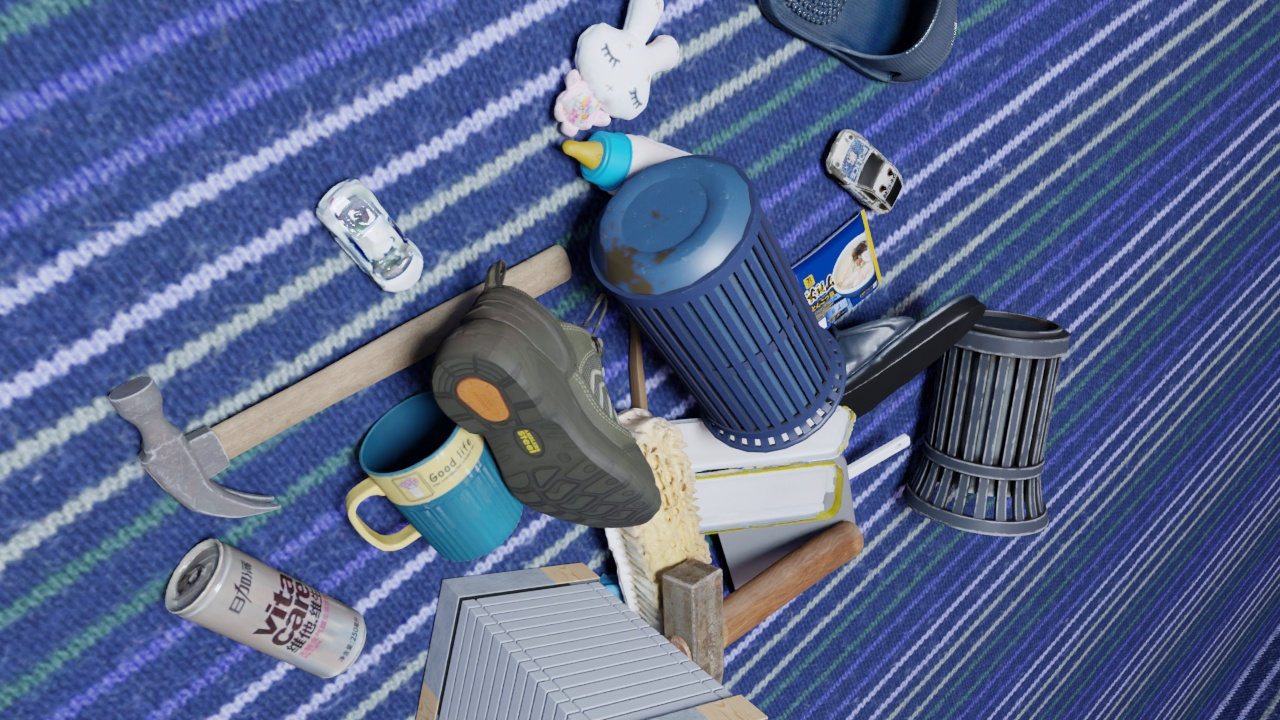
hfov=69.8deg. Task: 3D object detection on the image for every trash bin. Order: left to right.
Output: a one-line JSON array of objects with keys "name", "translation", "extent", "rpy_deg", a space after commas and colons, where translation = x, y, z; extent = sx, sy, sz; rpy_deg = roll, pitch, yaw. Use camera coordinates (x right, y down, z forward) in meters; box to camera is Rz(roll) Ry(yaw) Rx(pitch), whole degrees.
[{"name": "trash bin", "translation": [-0.051, 0.288, 0.728], "extent": [0.142, 0.247, 0.142], "rpy_deg": [3, 105, -39]}, {"name": "trash bin", "translation": [0.066, -0.041, 0.734], "extent": [0.139, 0.139, 0.249], "rpy_deg": [-52, 141, -10]}, {"name": "trash bin", "translation": [0.405, 0.064, 1.067], "extent": [0.164, 0.164, 0.227], "rpy_deg": [-7, 108, -37]}]

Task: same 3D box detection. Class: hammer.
[{"name": "hammer", "translation": [-0.186, -0.003, 0.657], "extent": [0.330, 0.031, 0.119], "rpy_deg": [-33, 123, -28]}, {"name": "hammer", "translation": [0.132, 0.228, 0.896], "extent": [0.299, 0.037, 0.158], "rpy_deg": [-18, 112, -45]}]

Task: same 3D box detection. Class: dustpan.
[{"name": "dustpan", "translation": [0.194, 0.152, 0.995], "extent": [0.257, 0.033, 0.163], "rpy_deg": [-27, 129, -11]}]

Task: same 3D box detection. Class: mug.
[{"name": "mug", "translation": [-0.158, 0.096, 0.682], "extent": [0.113, 0.083, 0.107], "rpy_deg": [-34, 129, -10]}]

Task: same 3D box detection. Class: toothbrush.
[{"name": "toothbrush", "translation": [-0.005, 0.005, 0.807], "extent": [0.016, 0.016, 0.167], "rpy_deg": [-21, 119, -32]}]

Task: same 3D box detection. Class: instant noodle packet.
[{"name": "instant noodle packet", "translation": [0.190, -0.080, 0.922], "extent": [0.134, 0.026, 0.087], "rpy_deg": [-37, 124, -22]}]

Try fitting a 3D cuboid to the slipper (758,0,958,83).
[{"name": "slipper", "translation": [0.218, -0.307, 0.816], "extent": [0.263, 0.082, 0.101], "rpy_deg": [1, 109, -38]}]

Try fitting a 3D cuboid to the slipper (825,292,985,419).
[{"name": "slipper", "translation": [0.224, -0.002, 0.953], "extent": [0.265, 0.083, 0.109], "rpy_deg": [-36, 156, 0]}]

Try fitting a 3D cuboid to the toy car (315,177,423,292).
[{"name": "toy car", "translation": [-0.180, -0.082, 0.624], "extent": [0.038, 0.027, 0.090], "rpy_deg": [-48, 130, -16]}]

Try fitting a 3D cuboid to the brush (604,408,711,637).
[{"name": "brush", "translation": [0.017, 0.170, 0.828], "extent": [0.083, 0.057, 0.271], "rpy_deg": [-29, 119, -33]}]

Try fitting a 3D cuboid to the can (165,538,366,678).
[{"name": "can", "translation": [-0.259, 0.178, 0.648], "extent": [0.054, 0.054, 0.135], "rpy_deg": [-52, 131, -10]}]

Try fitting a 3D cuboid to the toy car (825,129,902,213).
[{"name": "toy car", "translation": [0.222, -0.182, 0.896], "extent": [0.112, 0.040, 0.048], "rpy_deg": [25, 90, -41]}]

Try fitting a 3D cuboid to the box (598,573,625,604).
[{"name": "box", "translation": [-0.008, 0.318, 0.922], "extent": [0.174, 0.033, 0.232], "rpy_deg": [3, 105, -41]}]

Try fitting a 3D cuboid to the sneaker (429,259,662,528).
[{"name": "sneaker", "translation": [-0.063, 0.023, 0.693], "extent": [0.238, 0.101, 0.142], "rpy_deg": [53, 31, -40]}]

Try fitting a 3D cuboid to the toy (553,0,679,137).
[{"name": "toy", "translation": [-0.017, -0.219, 0.692], "extent": [0.125, 0.037, 0.076], "rpy_deg": [-47, 133, -15]}]

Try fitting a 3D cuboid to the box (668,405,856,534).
[{"name": "box", "translation": [0.107, 0.107, 0.888], "extent": [0.209, 0.034, 0.130], "rpy_deg": [-3, 115, -17]}]

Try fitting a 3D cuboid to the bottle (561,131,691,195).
[{"name": "bottle", "translation": [-0.002, -0.150, 0.722], "extent": [0.146, 0.051, 0.051], "rpy_deg": [9, 102, -40]}]

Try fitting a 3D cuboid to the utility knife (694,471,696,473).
[{"name": "utility knife", "translation": [0.050, 0.126, 0.900], "extent": [0.022, 0.015, 0.117], "rpy_deg": [-16, 116, -23]}]
